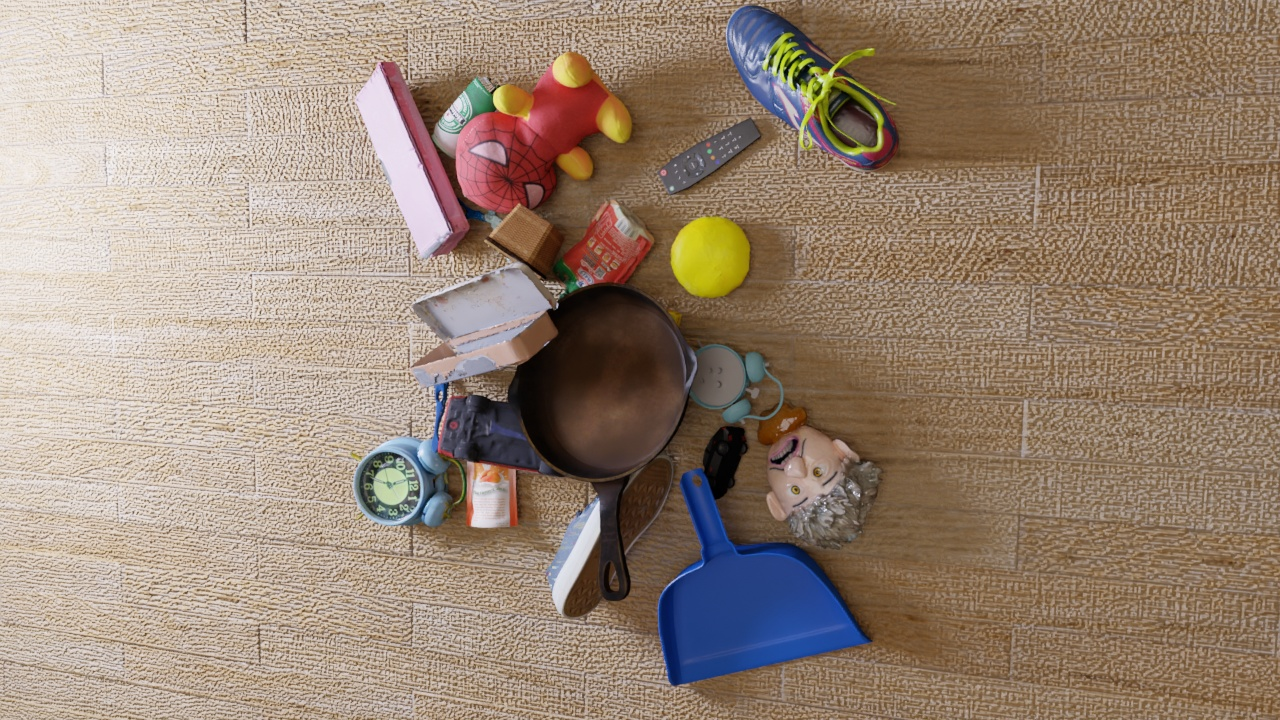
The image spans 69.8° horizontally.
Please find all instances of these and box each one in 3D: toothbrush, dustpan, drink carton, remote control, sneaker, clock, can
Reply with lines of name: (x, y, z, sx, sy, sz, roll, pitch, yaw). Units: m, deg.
toothbrush: (-0.256, 0.055, 1.173, 0.021, 0.016, 0.132, -11, 68, 25)
dustpan: (0.107, 0.244, 1.061, 0.246, 0.059, 0.257, -19, 92, 18)
drink carton: (-0.191, 0.149, 1.171, 0.069, 0.039, 0.122, -1, 87, 12)
remote control: (0.080, -0.237, 1.062, 0.125, 0.010, 0.039, -29, 86, 18)
sneaker: (-0.048, 0.196, 1.109, 0.079, 0.087, 0.236, 39, 102, 44)
clock: (-0.297, 0.158, 1.190, 0.162, 0.060, 0.118, -7, 91, 14)
can: (-0.208, -0.298, 1.126, 0.101, 0.053, 0.053, -44, 81, 15)
clock: (0.106, 0.027, 1.054, 0.123, 0.042, 0.087, 25, 99, 23)
sneaker: (0.183, -0.302, 0.983, 0.242, 0.091, 0.116, 45, 108, 10)

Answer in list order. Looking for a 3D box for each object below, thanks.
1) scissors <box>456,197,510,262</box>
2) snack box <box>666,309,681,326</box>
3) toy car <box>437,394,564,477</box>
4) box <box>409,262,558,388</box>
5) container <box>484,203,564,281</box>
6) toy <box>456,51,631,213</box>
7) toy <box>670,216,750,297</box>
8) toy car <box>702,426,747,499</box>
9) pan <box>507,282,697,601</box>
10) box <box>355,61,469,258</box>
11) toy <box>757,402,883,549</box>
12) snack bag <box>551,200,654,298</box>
scissors: (-0.197, -0.175, 1.156, 0.103, 0.015, 0.133, -25, 91, 14)
snack box: (-0.007, 0.006, 1.102, 0.075, 0.025, 0.152, 18, 100, 16)
toy car: (-0.154, 0.094, 1.135, 0.189, 0.056, 0.081, 9, 80, 8)
box: (-0.196, -0.028, 1.086, 0.217, 0.095, 0.107, -12, 48, 42)
container: (-0.133, -0.140, 1.089, 0.063, 0.114, 0.061, 34, 90, 5)
toy: (-0.124, -0.260, 1.077, 0.217, 0.098, 0.147, -33, 116, 18)
toy: (0.080, -0.119, 1.057, 0.094, 0.041, 0.095, 24, 101, 9)
toy car: (0.093, 0.119, 1.074, 0.036, 0.042, 0.092, 28, 104, 39)
pan: (-0.034, 0.089, 1.043, 0.249, 0.043, 0.355, -11, 76, 27)
box: (-0.286, -0.246, 1.137, 0.098, 0.046, 0.233, -27, 85, 57)
toy: (0.190, 0.125, 1.028, 0.133, 0.076, 0.176, -39, 74, 16)
snack bag: (-0.055, -0.114, 1.104, 0.087, 0.044, 0.155, 46, 110, 14)
